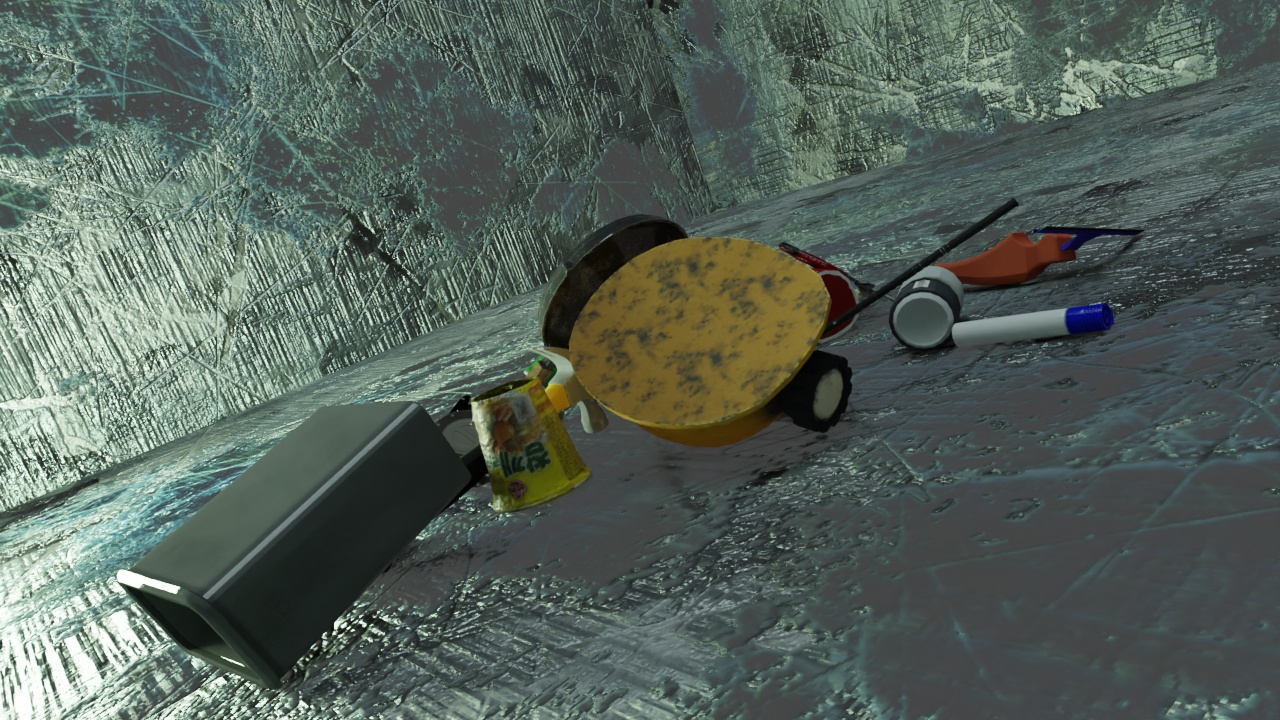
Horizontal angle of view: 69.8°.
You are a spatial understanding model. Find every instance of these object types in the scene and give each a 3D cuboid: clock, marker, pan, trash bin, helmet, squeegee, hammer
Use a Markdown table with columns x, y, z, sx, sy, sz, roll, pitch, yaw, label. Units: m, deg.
| x | y | z | sx | sy | sz | roll | pitch | yaw | label |
| --- | --- | --- | --- | --- | --- | --- | --- | --- | --- |
| -0.183 | 0.100 | 0.994 | 0.123 | 0.044 | 0.091 | 31 | 45 | 25 | clock |
| 0.346 | -0.030 | 0.817 | 0.027 | 0.023 | 0.133 | -1 | -5 | -43 | marker |
| -0.083 | -0.025 | 1.037 | 0.357 | 0.040 | 0.207 | -48 | -28 | 12 | pan |
| -0.280 | 0.138 | 0.752 | 0.192 | 0.097 | 0.219 | -5 | 33 | 45 | trash bin |
| 0.069 | 0.003 | 0.841 | 0.256 | 0.131 | 0.205 | 18 | 64 | 42 | helmet |
| 0.415 | -0.113 | 1.015 | 0.249 | 0.055 | 0.185 | -6 | -1 | -42 | squeegee |
| -0.149 | 0.091 | 0.913 | 0.029 | 0.127 | 0.322 | 1 | 29 | 39 | hammer |
| 0.231 | -0.062 | 0.925 | 0.325 | 0.015 | 0.094 | -36 | 3 | 18 | hammer |

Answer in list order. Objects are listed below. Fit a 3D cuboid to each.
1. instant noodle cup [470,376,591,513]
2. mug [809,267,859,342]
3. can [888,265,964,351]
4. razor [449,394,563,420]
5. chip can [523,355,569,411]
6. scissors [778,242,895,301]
| x | y | z | sx | sy | sz | roll | pitch | yaw | label |
| --- | --- | --- | --- | --- | --- | --- | --- | --- | --- |
| -0.109 | 0.076 | 0.870 | 0.102 | 0.108 | 0.102 | -19 | 9 | 3 | instant noodle cup |
| 0.187 | -0.060 | 1.095 | 0.116 | 0.080 | 0.096 | -28 | 12 | -6 | mug |
| 0.291 | -0.056 | 0.928 | 0.064 | 0.064 | 0.127 | -14 | 12 | 26 | can |
| -0.171 | 0.076 | 1.138 | 0.156 | 0.060 | 0.057 | 3 | 5 | 13 | razor |
| -0.043 | -0.042 | 1.138 | 0.223 | 0.075 | 0.075 | -47 | 15 | -5 | chip can |
| 0.261 | -0.095 | 1.139 | 0.199 | 0.015 | 0.179 | 33 | 4 | 33 | scissors |
